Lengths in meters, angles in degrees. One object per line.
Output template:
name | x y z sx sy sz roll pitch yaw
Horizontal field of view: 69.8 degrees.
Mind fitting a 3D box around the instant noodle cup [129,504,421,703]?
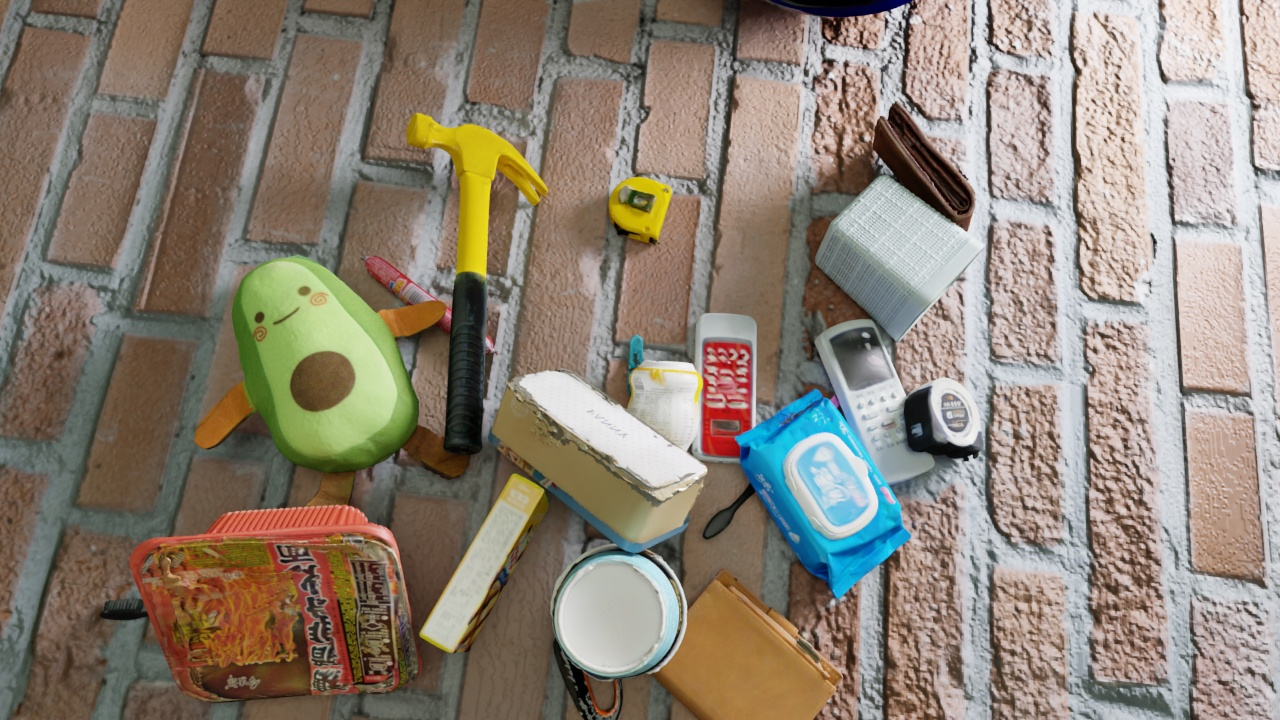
instant noodle cup | -0.265 0.179 0.694 0.189 0.165 0.079 -3 30 -5

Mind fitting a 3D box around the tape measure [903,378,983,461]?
tape measure | 0.263 0.050 0.799 0.065 0.034 0.066 15 62 -27

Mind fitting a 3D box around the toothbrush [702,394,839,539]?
toothbrush | 0.119 0.090 0.804 0.014 0.018 0.189 45 73 9

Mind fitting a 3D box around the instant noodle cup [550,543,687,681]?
instant noodle cup | -0.019 0.188 0.685 0.111 0.120 0.111 0 76 2

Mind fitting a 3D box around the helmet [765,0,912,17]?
helmet | 0.210 -0.440 0.836 0.316 0.240 0.247 4 73 10

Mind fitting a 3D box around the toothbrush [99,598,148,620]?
toothbrush | -0.341 0.194 0.748 0.189 0.014 0.016 -5 50 -5

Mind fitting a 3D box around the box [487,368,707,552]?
box | -0.031 0.077 0.728 0.184 0.089 0.062 37 116 28

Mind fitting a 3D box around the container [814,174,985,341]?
container | 0.225 -0.093 0.823 0.111 0.090 0.089 42 76 12

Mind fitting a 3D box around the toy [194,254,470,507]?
toy | -0.259 0.016 0.764 0.226 0.090 0.246 -30 81 -21

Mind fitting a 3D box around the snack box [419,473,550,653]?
snack box | -0.120 0.162 0.729 0.034 0.087 0.140 26 74 5

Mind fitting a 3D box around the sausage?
sausage | -0.190 -0.049 0.822 0.156 0.020 0.020 36 75 7

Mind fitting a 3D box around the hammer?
hammer | -0.145 -0.068 0.789 0.128 0.033 0.300 11 68 -29

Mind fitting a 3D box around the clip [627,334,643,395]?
clip | -0.005 0.005 0.816 0.013 0.034 0.054 2 84 0

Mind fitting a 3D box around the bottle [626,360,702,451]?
bottle | 0.019 0.055 0.781 0.063 0.063 0.108 5 88 -2

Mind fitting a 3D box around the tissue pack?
tissue pack | 0.155 0.110 0.769 0.094 0.052 0.157 -30 84 -17

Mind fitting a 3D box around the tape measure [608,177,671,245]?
tape measure | -0.001 -0.143 0.855 0.057 0.029 0.060 16 73 2

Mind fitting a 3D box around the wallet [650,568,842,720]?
wallet | 0.083 0.250 0.744 0.132 0.031 0.107 41 79 8

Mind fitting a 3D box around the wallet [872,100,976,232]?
wallet | 0.260 -0.170 0.839 0.032 0.101 0.124 -38 80 8

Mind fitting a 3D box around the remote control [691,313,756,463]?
remote control | 0.075 0.023 0.815 0.056 0.020 0.135 4 74 -1

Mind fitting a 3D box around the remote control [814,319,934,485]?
remote control | 0.207 0.035 0.814 0.058 0.021 0.150 -16 76 -16

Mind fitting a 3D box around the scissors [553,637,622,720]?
scissors | -0.044 0.326 0.720 0.221 0.022 0.234 -7 74 -5
